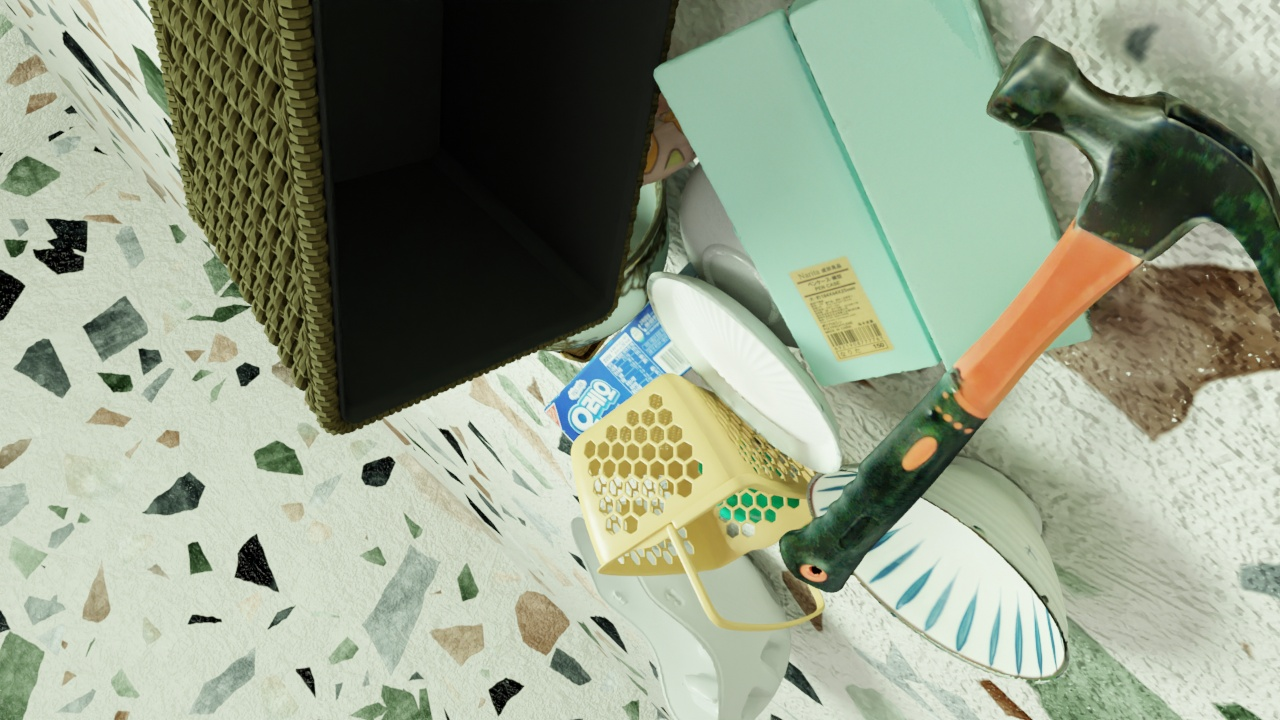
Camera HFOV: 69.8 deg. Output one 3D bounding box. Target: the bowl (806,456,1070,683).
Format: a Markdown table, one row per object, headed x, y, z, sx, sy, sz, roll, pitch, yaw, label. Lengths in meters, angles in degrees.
| x | y | z | sx | sy | sz | roll | pitch | yaw | label |
| --- | --- | --- | --- | --- | --- | --- | --- | --- | --- |
| 0.194 | 0.109 | 0.564 | 0.177 | 0.070 | 0.177 | 39 | 158 | 19 | bowl |

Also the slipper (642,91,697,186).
| x | y | z | sx | sy | sz | roll | pitch | yaw | label |
| --- | --- | --- | --- | --- | --- | --- | --- | --- | --- |
| -0.048 | -0.154 | 0.540 | 0.197 | 0.093 | 0.082 | 25 | 140 | 43 | slipper |

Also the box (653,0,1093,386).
| x | y | z | sx | sy | sz | roll | pitch | yaw | label |
| --- | --- | --- | --- | --- | --- | --- | --- | --- | --- |
| 0.102 | -0.070 | 0.402 | 0.136 | 0.033 | 0.187 | -19 | 118 | 30 | box |

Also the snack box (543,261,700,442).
| x | y | z | sx | sy | sz | roll | pitch | yaw | label |
| --- | --- | --- | --- | --- | --- | --- | --- | --- | --- |
| -0.004 | 0.004 | 0.709 | 0.059 | 0.059 | 0.227 | 45 | 146 | 0 | snack box |

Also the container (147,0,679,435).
| x | y | z | sx | sy | sz | roll | pitch | yaw | label |
| --- | --- | --- | --- | --- | --- | --- | --- | --- | --- |
| -0.116 | -0.168 | 0.405 | 0.205 | 0.176 | 0.322 | 42 | 139 | 29 | container |

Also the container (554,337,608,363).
| x | y | z | sx | sy | sz | roll | pitch | yaw | label |
| --- | --- | --- | --- | --- | --- | --- | --- | --- | --- |
| -0.077 | -0.049 | 0.767 | 0.113 | 0.063 | 0.061 | 20 | -160 | -51 | container |

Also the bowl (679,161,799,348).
| x | y | z | sx | sy | sz | roll | pitch | yaw | label |
| --- | --- | --- | --- | --- | --- | --- | --- | --- | --- |
| 0.074 | -0.059 | 0.501 | 0.132 | 0.064 | 0.132 | 39 | 158 | 19 | bowl |

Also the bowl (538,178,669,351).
| x | y | z | sx | sy | sz | roll | pitch | yaw | label |
| --- | --- | --- | --- | --- | --- | --- | --- | --- | --- |
| -0.049 | -0.065 | 0.610 | 0.160 | 0.159 | 0.094 | 31 | 161 | 36 | bowl |

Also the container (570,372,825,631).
| x | y | z | sx | sy | sz | roll | pitch | yaw | label |
| --- | --- | --- | --- | --- | --- | --- | --- | --- | --- |
| 0.055 | 0.111 | 0.637 | 0.183 | 0.129 | 0.167 | 18 | -140 | -57 | container |

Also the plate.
| x | y | z | sx | sy | sz | roll | pitch | yaw | label |
| --- | --- | --- | --- | --- | --- | --- | --- | --- | --- |
| 0.062 | 0.005 | 0.538 | 0.157 | 0.014 | 0.157 | 45 | 169 | 10 | plate |

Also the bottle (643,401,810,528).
| x | y | z | sx | sy | sz | roll | pitch | yaw | label |
| --- | --- | --- | --- | --- | --- | --- | --- | --- | --- |
| 0.081 | 0.099 | 0.767 | 0.210 | 0.068 | 0.068 | 33 | 155 | 32 | bottle |

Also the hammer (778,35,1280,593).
| x | y | z | sx | sy | sz | roll | pitch | yaw | label |
| --- | --- | --- | --- | --- | --- | --- | --- | --- | --- |
| 0.143 | 0.025 | 0.424 | 0.133 | 0.033 | 0.334 | 29 | 139 | 4 | hammer |

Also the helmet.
| x | y | z | sx | sy | sz | roll | pitch | yaw | label |
| --- | --- | --- | --- | --- | --- | --- | --- | --- | --- |
| 0.033 | 0.264 | 0.994 | 0.282 | 0.183 | 0.225 | 39 | 153 | 2 | helmet |
